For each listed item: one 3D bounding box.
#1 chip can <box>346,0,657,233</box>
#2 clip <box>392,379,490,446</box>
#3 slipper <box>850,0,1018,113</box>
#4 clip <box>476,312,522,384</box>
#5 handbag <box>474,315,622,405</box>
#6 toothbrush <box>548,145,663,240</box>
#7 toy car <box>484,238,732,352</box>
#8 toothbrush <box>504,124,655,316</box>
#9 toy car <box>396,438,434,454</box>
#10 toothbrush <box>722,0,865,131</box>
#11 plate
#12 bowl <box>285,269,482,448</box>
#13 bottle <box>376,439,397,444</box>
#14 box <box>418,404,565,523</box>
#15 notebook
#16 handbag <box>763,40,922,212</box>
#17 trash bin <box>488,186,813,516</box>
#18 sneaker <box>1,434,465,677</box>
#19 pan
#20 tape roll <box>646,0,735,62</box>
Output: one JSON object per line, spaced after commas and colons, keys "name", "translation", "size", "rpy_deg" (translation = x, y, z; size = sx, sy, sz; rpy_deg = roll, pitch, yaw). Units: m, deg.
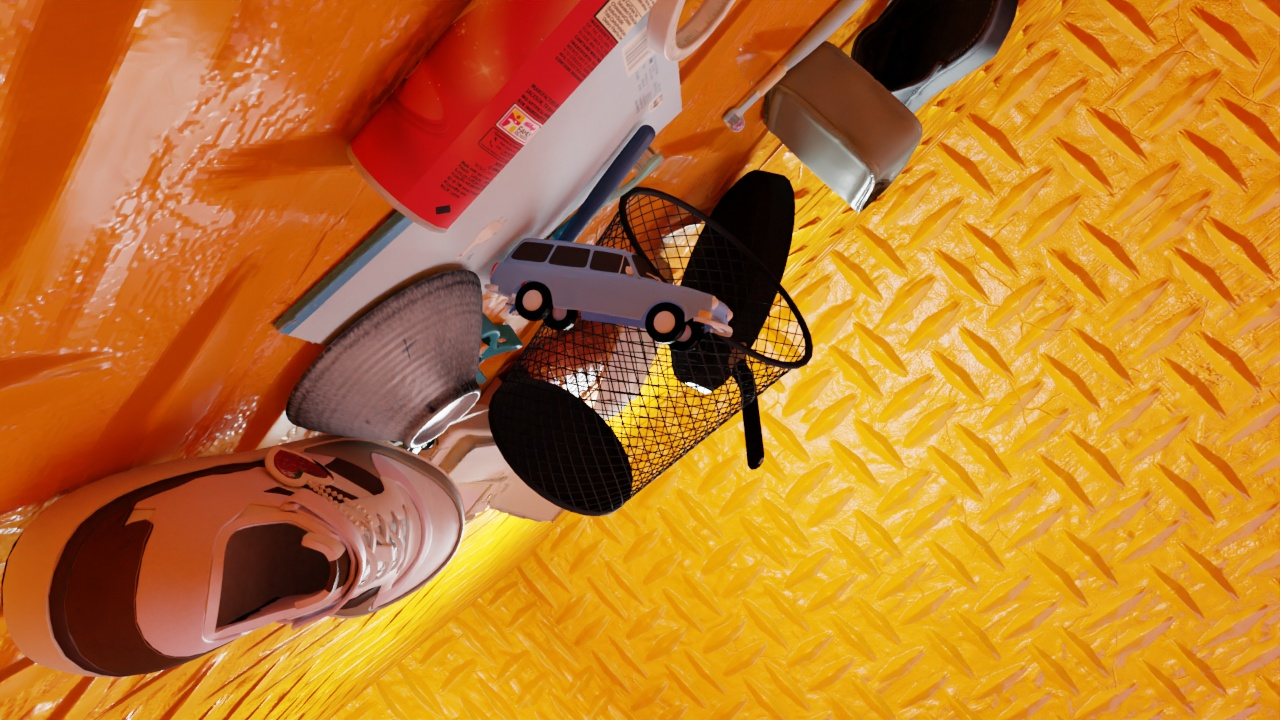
{"name": "chip can", "translation": [-0.022, -0.141, 0.341], "size": [0.215, 0.052, 0.051], "rpy_deg": [-45, 173, 11]}
{"name": "clip", "translation": [-0.155, 0.029, 0.631], "size": [0.101, 0.052, 0.060], "rpy_deg": [-22, 158, -22]}
{"name": "slipper", "translation": [0.232, -0.285, 0.840], "size": [0.266, 0.083, 0.109], "rpy_deg": [162, -62, -77]}
{"name": "clip", "translation": [-0.137, 0.005, 0.667], "size": [0.120, 0.030, 0.130], "rpy_deg": [-43, 174, -13]}
{"name": "handbag", "translation": [-0.084, 0.020, 0.911], "size": [0.109, 0.060, 0.171], "rpy_deg": [-53, 169, 33]}
{"name": "toothbrush", "translation": [-0.039, -0.100, 0.638], "size": [0.135, 0.017, 0.022], "rpy_deg": [-42, 173, 7]}
{"name": "toy car", "translation": [-0.017, -0.042, 0.563], "size": [0.056, 0.153, 0.054], "rpy_deg": [20, 81, -73]}
{"name": "toothbrush", "translation": [-0.042, -0.088, 0.600], "size": [0.168, 0.014, 0.014], "rpy_deg": [-48, -176, 32]}
{"name": "toy car", "translation": [-0.198, 0.078, 0.718], "size": [0.105, 0.032, 0.048], "rpy_deg": [-48, 173, -4]}
{"name": "toothbrush", "translation": [0.124, -0.238, 0.713], "size": [0.155, 0.016, 0.022], "rpy_deg": [-44, 135, 8]}
{"name": "plate", "translation": [0.000, -0.018, 0.940], "size": [0.182, 0.034, 0.182], "rpy_deg": [26, 86, -87]}
{"name": "bowl", "translation": [-0.132, 0.013, 0.539], "size": [0.137, 0.057, 0.137], "rpy_deg": [-40, 174, -6]}
{"name": "bottle", "translation": [-0.203, 0.068, 0.664], "size": [0.106, 0.025, 0.025], "rpy_deg": [-43, 173, -2]}
{"name": "box", "translation": [-0.129, 0.106, 0.854], "size": [0.184, 0.044, 0.144], "rpy_deg": [9, 135, -38]}
{"name": "notebook", "translation": [-0.072, -0.091, 0.519], "size": [0.253, 0.009, 0.181], "rpy_deg": [-43, 173, -1]}
{"name": "handbag", "translation": [0.168, -0.197, 0.776], "size": [0.067, 0.122, 0.106], "rpy_deg": [-44, 170, -9]}
{"name": "trash bin", "translation": [-0.004, 0.005, 0.727], "size": [0.211, 0.184, 0.183], "rpy_deg": [-47, 172, 27]}
{"name": "sneaker", "translation": [-0.162, 0.098, 0.498], "size": [0.117, 0.111, 0.293], "rpy_deg": [1, 175, 23]}
{"name": "pan", "translation": [0.083, -0.037, 0.850], "size": [0.355, 0.034, 0.226], "rpy_deg": [-89, -158, -49]}
{"name": "tape roll", "translation": [0.035, -0.191, 0.450], "size": [0.093, 0.013, 0.093], "rpy_deg": [-53, 173, -9]}
